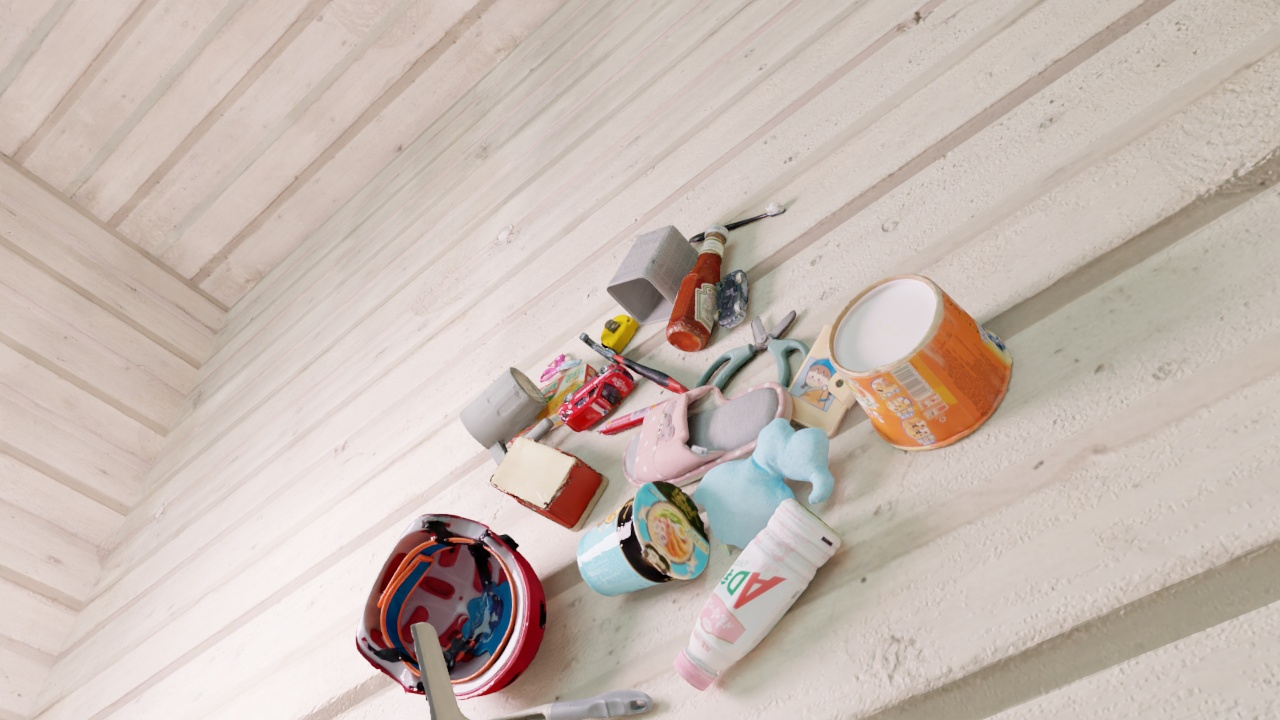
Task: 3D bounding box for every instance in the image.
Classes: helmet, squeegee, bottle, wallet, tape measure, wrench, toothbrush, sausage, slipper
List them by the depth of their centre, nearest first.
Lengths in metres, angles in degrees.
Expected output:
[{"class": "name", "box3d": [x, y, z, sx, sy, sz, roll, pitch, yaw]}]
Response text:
[{"class": "bottle", "box3d": [0.107, 0.225, 0.872, 0.197, 0.068, 0.068, -52, 31, 0]}, {"class": "squeegee", "box3d": [-0.098, 0.370, 0.955, 0.247, 0.039, 0.246, -16, 85, 15]}, {"class": "wallet", "box3d": [0.206, 0.023, 0.997, 0.087, 0.024, 0.115, 28, 86, 50]}, {"class": "slipper", "box3d": [0.062, 0.084, 1.075, 0.275, 0.054, 0.114, -22, 43, 46]}, {"class": "helmet", "box3d": [-0.201, 0.303, 1.100, 0.240, 0.144, 0.206, 18, 79, 31]}, {"class": "sausage", "box3d": [0.000, 0.075, 1.214, 0.156, 0.020, 0.020, -22, 40, 37]}, {"class": "bottle", "box3d": [0.085, -0.105, 1.268, 0.060, 0.060, 0.205, -17, 43, 41]}, {"class": "wrench", "box3d": [-0.008, 0.007, 1.273, 0.016, 0.056, 0.274, -55, 35, -6]}, {"class": "toothbrush", "box3d": [0.136, -0.200, 1.349, 0.182, 0.018, 0.015, -14, 48, 45]}, {"class": "tape measure", "box3d": [-0.036, -0.043, 1.379, 0.060, 0.029, 0.057, -53, 31, -8]}]

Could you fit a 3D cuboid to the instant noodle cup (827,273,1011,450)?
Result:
[{"class": "instant noodle cup", "box3d": [0.260, -0.004, 0.884, 0.152, 0.111, 0.151, -32, 35, 26]}]

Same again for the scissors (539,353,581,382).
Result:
[{"class": "scissors", "box3d": [-0.121, 0.011, 1.416, 0.063, 0.017, 0.135, -52, 19, -18]}]

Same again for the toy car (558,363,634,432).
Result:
[{"class": "toy car", "box3d": [-0.061, 0.054, 1.282, 0.121, 0.053, 0.045, -41, 33, 18]}]

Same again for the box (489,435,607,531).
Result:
[{"class": "box", "box3d": [-0.130, 0.156, 1.229, 0.168, 0.079, 0.091, 11, 65, 55]}]

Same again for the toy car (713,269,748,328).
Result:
[{"class": "toy car", "box3d": [0.123, -0.080, 1.215, 0.043, 0.034, 0.090, -23, 41, 32]}]

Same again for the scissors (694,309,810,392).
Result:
[{"class": "scissors", "box3d": [0.138, 0.014, 1.108, 0.174, 0.019, 0.170, -43, 30, 8]}]

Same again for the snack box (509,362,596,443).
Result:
[{"class": "snack box", "box3d": [-0.133, 0.069, 1.380, 0.156, 0.027, 0.076, -29, 37, 30]}]

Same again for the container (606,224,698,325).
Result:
[{"class": "container", "box3d": [0.025, -0.128, 1.340, 0.090, 0.090, 0.114, -10, 45, 46]}]

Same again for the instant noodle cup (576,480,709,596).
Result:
[{"class": "instant noodle cup", "box3d": [-0.006, 0.204, 1.004, 0.121, 0.111, 0.111, -34, 33, 37]}]

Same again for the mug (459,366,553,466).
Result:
[{"class": "mug", "box3d": [-0.191, 0.085, 1.343, 0.103, 0.083, 0.124, -43, 59, 7]}]

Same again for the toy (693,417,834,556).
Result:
[{"class": "toy", "box3d": [0.125, 0.134, 0.953, 0.162, 0.049, 0.156, 15, 85, 44]}]
